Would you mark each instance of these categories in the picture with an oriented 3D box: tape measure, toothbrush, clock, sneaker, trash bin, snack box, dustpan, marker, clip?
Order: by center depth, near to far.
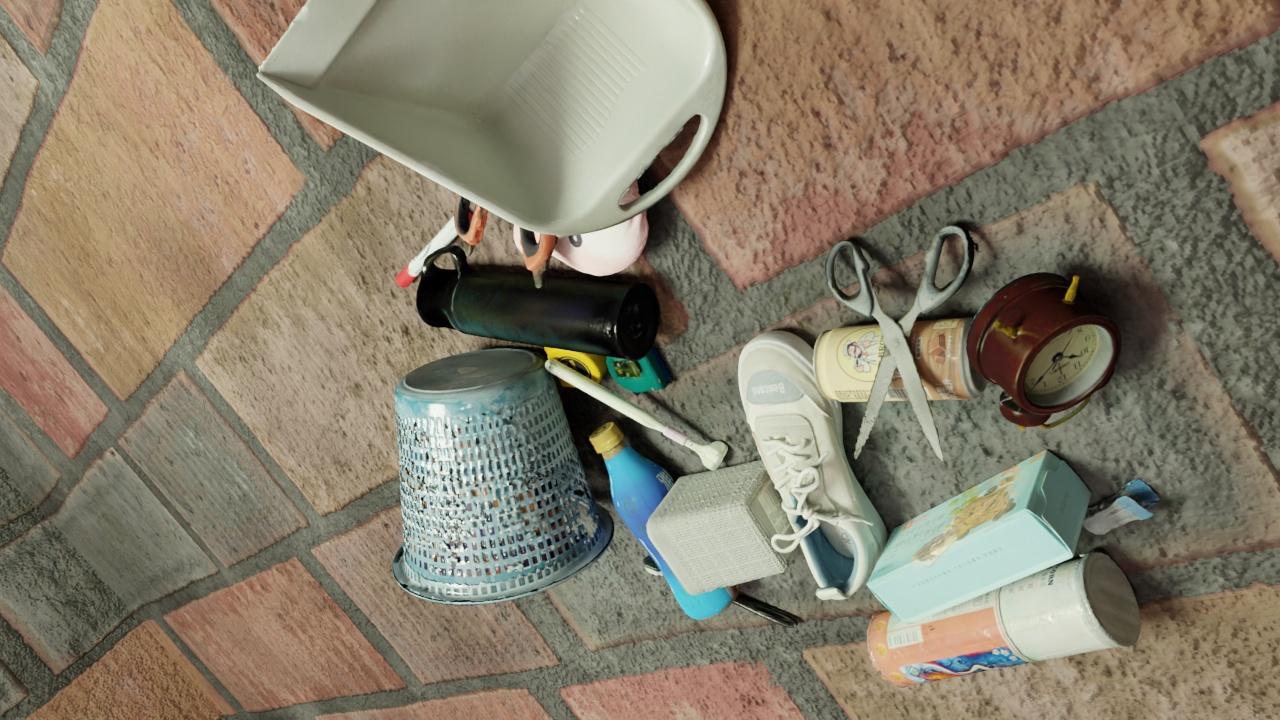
[{"bbox_3d":[-0.059,-0.190,0.601,0.223,0.257,0.142,-47,74,15],"label":"dustpan"},{"bbox_3d":[0.267,-0.002,0.603,0.082,0.055,0.122,-32,127,3],"label":"clock"},{"bbox_3d":[0.348,0.111,0.673,0.027,0.043,0.058,40,143,1],"label":"clip"},{"bbox_3d":[0.261,0.142,0.720,0.051,0.074,0.175,45,136,-1],"label":"snack box"},{"bbox_3d":[0.133,0.095,0.768,0.090,0.090,0.242,-10,114,39],"label":"sneaker"},{"bbox_3d":[-0.005,0.005,0.849,0.055,0.025,0.058,-14,111,40],"label":"tape measure"},{"bbox_3d":[-0.006,0.047,0.862,0.189,0.020,0.029,29,104,2],"label":"toothbrush"},{"bbox_3d":[-0.059,-0.001,0.880,0.057,0.028,0.060,4,138,30],"label":"tape measure"},{"bbox_3d":[-0.149,0.099,0.910,0.227,0.225,0.195,5,111,34],"label":"trash bin"},{"bbox_3d":[-0.208,-0.111,0.918,0.017,0.017,0.146,51,136,-7],"label":"marker"},{"bbox_3d":[0.082,0.246,0.970,0.181,0.015,0.018,16,135,27],"label":"toothbrush"}]

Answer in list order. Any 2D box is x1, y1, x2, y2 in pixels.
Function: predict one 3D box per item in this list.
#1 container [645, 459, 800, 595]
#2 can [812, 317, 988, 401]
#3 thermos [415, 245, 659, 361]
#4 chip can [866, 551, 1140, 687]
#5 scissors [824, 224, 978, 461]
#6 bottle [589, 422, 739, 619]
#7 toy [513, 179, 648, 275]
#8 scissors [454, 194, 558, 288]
[{"bbox_3d":[0.085,0.151,0.847,0.115,0.090,0.090,-23,106,41],"label":"container"},{"bbox_3d":[0.192,0.001,0.678,0.116,0.058,0.058,-3,119,38],"label":"can"},{"bbox_3d":[-0.105,-0.056,0.843,0.243,0.068,0.090,9,132,31],"label":"thermos"},{"bbox_3d":[0.290,0.220,0.759,0.071,0.071,0.215,50,136,-5],"label":"chip can"},{"bbox_3d":[0.182,-0.018,0.644,0.160,0.014,0.180,-46,60,25],"label":"scissors"},{"bbox_3d":[0.020,0.157,0.913,0.065,0.065,0.219,-20,108,43],"label":"bottle"},{"bbox_3d":[-0.062,-0.128,0.774,0.160,0.054,0.121,0,113,44],"label":"toy"},{"bbox_3d":[-0.105,-0.166,0.756,0.189,0.015,0.227,-10,90,48],"label":"scissors"}]
